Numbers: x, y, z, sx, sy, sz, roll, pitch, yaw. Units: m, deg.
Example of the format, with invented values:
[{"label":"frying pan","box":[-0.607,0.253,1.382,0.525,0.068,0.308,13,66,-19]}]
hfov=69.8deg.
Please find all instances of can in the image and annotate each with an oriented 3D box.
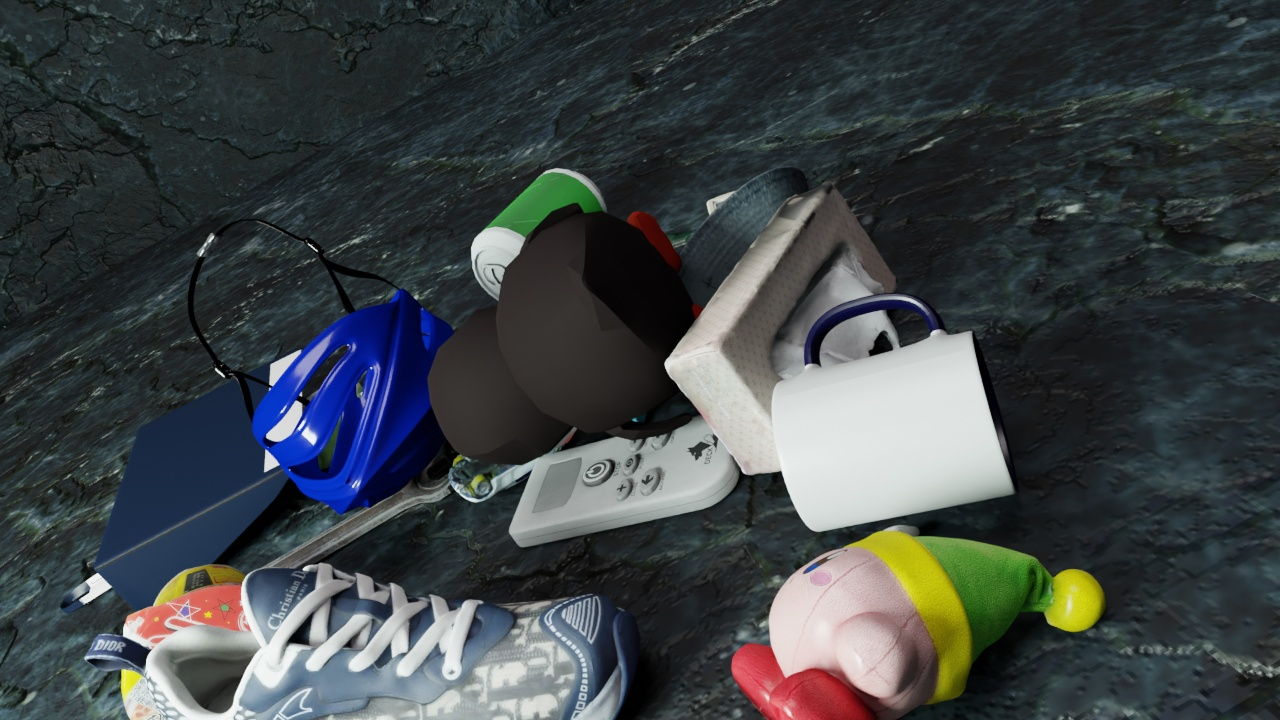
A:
[{"label":"can","box":[-0.097,-0.122,0.904,0.088,0.088,0.139,-3,37,39]}]

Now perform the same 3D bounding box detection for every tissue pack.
[{"label":"tissue pack","box":[0.102,-0.023,0.554,0.071,0.104,0.180,-22,22,46]}]

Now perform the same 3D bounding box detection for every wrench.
[{"label":"wrench","box":[-0.254,0.148,0.687,0.273,0.010,0.070,-30,28,-3]}]

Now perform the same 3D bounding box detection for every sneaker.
[{"label":"sneaker","box":[-0.137,0.149,0.448,0.270,0.132,0.103,-18,28,17]}]

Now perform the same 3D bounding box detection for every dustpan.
[{"label":"dustpan","box":[-0.401,0.125,0.806,0.273,0.080,0.236,-28,29,-7]}]

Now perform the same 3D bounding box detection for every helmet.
[{"label":"helmet","box":[-0.239,-0.002,0.674,0.148,0.227,0.241,-48,17,15]}]

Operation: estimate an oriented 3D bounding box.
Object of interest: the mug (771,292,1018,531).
[{"label":"mug","box":[0.122,0.021,0.454,0.097,0.078,0.111,-16,69,23]}]

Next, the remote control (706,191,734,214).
[{"label":"remote control","box":[0.078,-0.118,0.765,0.038,0.018,0.125,-17,24,8]}]

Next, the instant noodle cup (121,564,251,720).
[{"label":"instant noodle cup","box":[-0.268,0.177,0.578,0.100,0.100,0.113,-41,20,-20]}]

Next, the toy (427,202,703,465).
[{"label":"toy","box":[-0.062,-0.002,0.577,0.184,0.159,0.140,-33,-13,23]}]

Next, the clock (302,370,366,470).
[{"label":"clock","box":[-0.283,0.061,0.823,0.119,0.042,0.094,-35,27,-12]}]

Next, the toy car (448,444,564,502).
[{"label":"toy car","box":[-0.091,0.069,0.644,0.089,0.027,0.039,-30,36,-21]}]

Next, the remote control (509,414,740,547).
[{"label":"remote control","box":[-0.009,0.072,0.576,0.151,0.019,0.074,-16,31,23]}]

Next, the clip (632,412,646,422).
[{"label":"clip","box":[-0.009,0.004,0.685,0.097,0.026,0.115,3,42,41]}]

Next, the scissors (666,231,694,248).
[{"label":"scissors","box":[0.026,-0.090,0.799,0.206,0.015,0.201,-11,25,36]}]

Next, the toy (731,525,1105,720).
[{"label":"toy","box":[0.108,0.109,0.373,0.131,0.097,0.124,-44,-9,-12]}]

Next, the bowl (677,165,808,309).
[{"label":"bowl","box":[0.086,-0.066,0.654,0.137,0.137,0.057,-38,69,-15]}]
